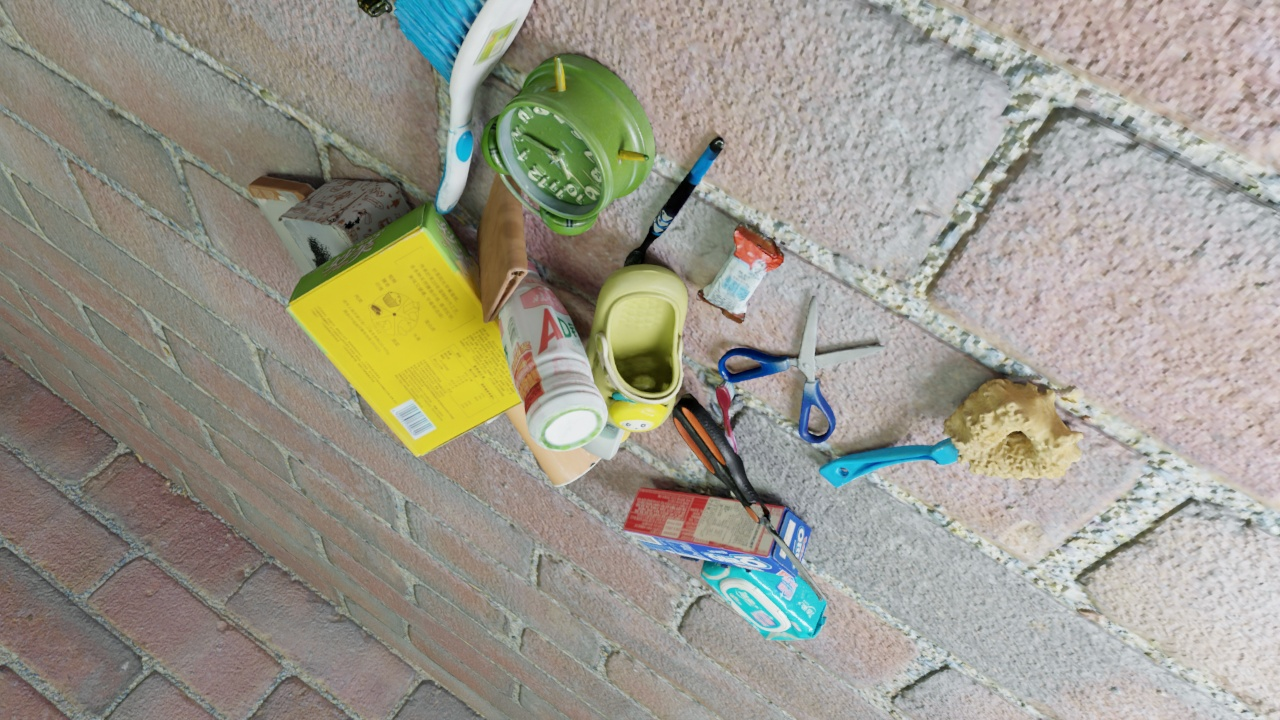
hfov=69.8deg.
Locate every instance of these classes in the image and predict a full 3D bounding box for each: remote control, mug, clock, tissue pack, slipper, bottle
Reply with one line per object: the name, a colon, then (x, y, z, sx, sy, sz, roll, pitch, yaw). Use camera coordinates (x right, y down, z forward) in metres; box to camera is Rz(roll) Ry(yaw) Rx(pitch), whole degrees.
remote control: (-0.033, 0.037, 0.904, 0.056, 0.019, 0.135, 30, 126, 12)
mug: (-0.100, 0.067, 1.004, 0.123, 0.078, 0.078, 53, 146, -12)
clock: (-0.060, -0.157, 0.698, 0.116, 0.056, 0.162, 47, 148, -10)
tissue pack: (0.132, 0.251, 1.011, 0.133, 0.050, 0.093, 44, 148, -7)
slipper: (-0.005, 0.005, 0.795, 0.091, 0.081, 0.191, 3, 135, -4)
bottle: (-0.087, -0.013, 0.814, 0.068, 0.068, 0.196, 86, 164, -49)

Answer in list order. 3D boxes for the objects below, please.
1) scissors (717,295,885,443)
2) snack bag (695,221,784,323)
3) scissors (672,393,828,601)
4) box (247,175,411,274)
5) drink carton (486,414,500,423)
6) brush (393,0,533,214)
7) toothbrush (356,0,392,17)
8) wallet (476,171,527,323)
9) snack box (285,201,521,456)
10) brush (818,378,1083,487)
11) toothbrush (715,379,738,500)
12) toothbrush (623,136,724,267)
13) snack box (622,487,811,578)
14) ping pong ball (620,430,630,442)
scissors: (0.130, 0.009, 0.754, 0.175, 0.012, 0.162, 6, 134, 40)
snack bag: (0.075, -0.063, 0.705, 0.045, 0.026, 0.106, 29, 148, 0)
scissors: (0.101, 0.129, 0.867, 0.235, 0.021, 0.148, 59, 166, -12)
box: (-0.329, -0.112, 1.017, 0.260, 0.082, 0.177, 15, 141, 40)
drink carton: (-0.172, 0.013, 1.031, 0.053, 0.045, 0.123, 38, 147, 18)
brush: (-0.145, -0.216, 0.707, 0.109, 0.060, 0.315, 50, 150, -5)
toothbrush: (-0.252, -0.315, 0.680, 0.212, 0.027, 0.026, 44, 157, 19)
wallet: (-0.125, -0.100, 0.810, 0.020, 0.101, 0.116, 2, 159, -22)
snack box: (-0.212, -0.026, 0.897, 0.158, 0.070, 0.210, -28, 120, 9)
brush: (0.225, 0.070, 0.713, 0.083, 0.045, 0.255, 41, 152, -11)
toothbrush: (0.089, 0.081, 0.881, 0.016, 0.017, 0.188, 17, 144, 26)
toothbrush: (0.021, -0.112, 0.711, 0.014, 0.016, 0.190, 36, 147, -4)
snack box: (0.076, 0.178, 0.961, 0.208, 0.058, 0.057, 0, 147, 46)
ping pong ball: (-0.029, 0.068, 0.958, 0.040, 0.040, 0.040, 27, 146, 20)
